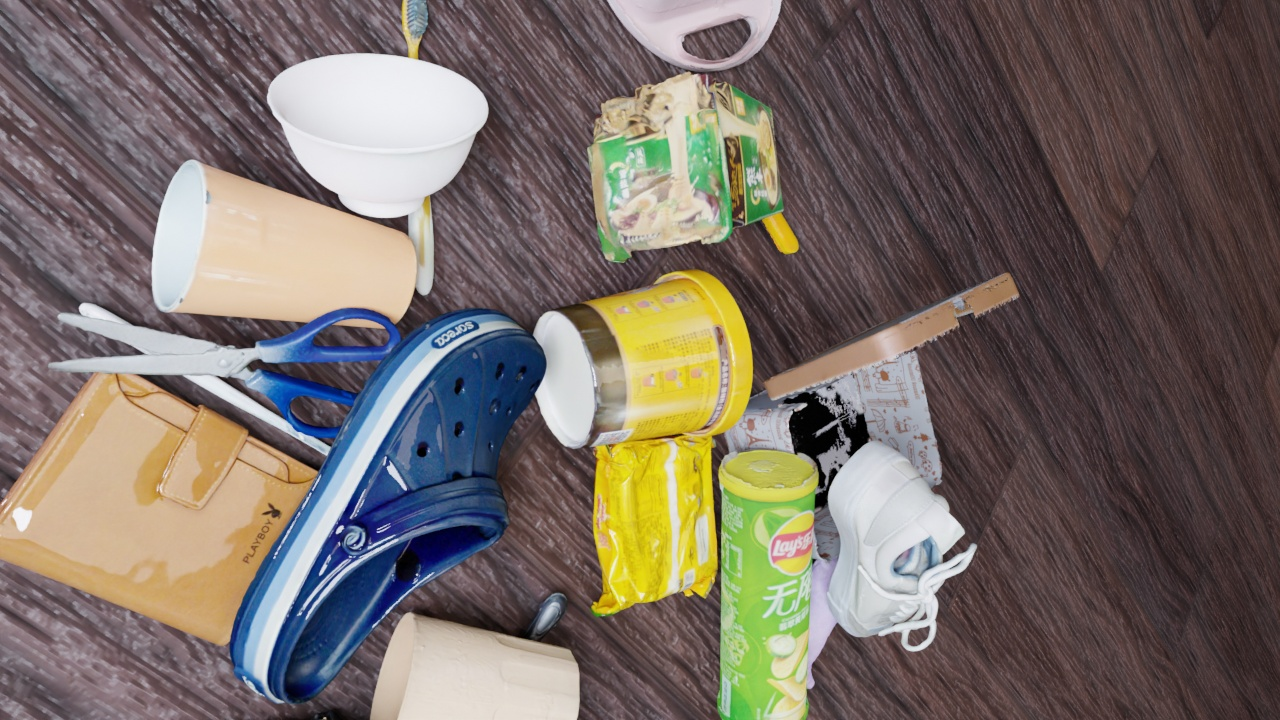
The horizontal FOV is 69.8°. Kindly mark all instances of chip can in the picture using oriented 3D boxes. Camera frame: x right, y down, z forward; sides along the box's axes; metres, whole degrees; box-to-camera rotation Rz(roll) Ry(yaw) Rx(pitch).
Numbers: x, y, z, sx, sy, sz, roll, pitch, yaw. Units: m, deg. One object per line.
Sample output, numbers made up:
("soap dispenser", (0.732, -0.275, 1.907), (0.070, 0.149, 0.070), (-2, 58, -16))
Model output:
("chip can", (0.094, 0.179, 0.691), (0.072, 0.073, 0.221), (-15, 113, -37))

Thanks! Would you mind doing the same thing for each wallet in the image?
("wallet", (-0.248, 0.077, 0.481), (0.131, 0.031, 0.107), (39, 68, -32))

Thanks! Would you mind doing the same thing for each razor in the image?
("razor", (-0.093, 0.213, 0.604), (0.042, 0.022, 0.142), (41, 65, -12))

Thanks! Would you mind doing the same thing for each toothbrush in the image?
("toothbrush", (-0.138, -0.137, 0.576), (0.016, 0.018, 0.191), (-2, 91, -36))
("toothbrush", (-0.222, 0.018, 0.511), (0.180, 0.016, 0.016), (38, 59, -32))

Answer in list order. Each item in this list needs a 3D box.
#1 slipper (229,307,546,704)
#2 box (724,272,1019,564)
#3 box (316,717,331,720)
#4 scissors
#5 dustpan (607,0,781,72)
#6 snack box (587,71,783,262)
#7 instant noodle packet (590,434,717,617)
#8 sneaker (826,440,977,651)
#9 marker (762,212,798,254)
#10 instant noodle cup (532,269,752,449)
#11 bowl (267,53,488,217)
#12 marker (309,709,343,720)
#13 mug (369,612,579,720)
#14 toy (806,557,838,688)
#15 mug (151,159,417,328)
("slipper", (-0.126, 0.080, 0.518), (0.252, 0.095, 0.105), (-57, 164, -20))
("box", (0.193, 0.056, 0.730), (0.179, 0.227, 0.156), (-22, 87, -38))
("box", (-0.199, 0.278, 0.487), (0.089, 0.059, 0.184), (1, 95, -32))
("scissors", (-0.209, 0.009, 0.482), (0.170, 0.012, 0.141), (-22, 132, -24))
("dustpan", (0.017, -0.372, 0.710), (0.222, 0.139, 0.273), (-27, 77, -34))
("snack box", (0.042, -0.137, 0.667), (0.105, 0.118, 0.117), (-11, 96, -48))
("instant noodle packet", (0.010, 0.118, 0.673), (0.110, 0.044, 0.128), (-2, 93, -40))
("sneaker", (0.196, 0.156, 0.684), (0.089, 0.091, 0.242), (-39, 144, -17))
("marker", (0.096, -0.140, 0.764), (0.018, 0.015, 0.124), (-48, 114, -30))
("instant noodle cup", (-0.004, 0.004, 0.623), (0.114, 0.119, 0.118), (-12, 96, -31))
("bowl", (-0.149, -0.122, 0.530), (0.118, 0.118, 0.065), (-25, 141, -36))
("marker", (-0.152, 0.255, 0.559), (0.022, 0.018, 0.131), (-38, 115, 4))
("mug", (-0.097, 0.216, 0.531), (0.103, 0.084, 0.124), (18, 40, -21))
("toy", (0.149, 0.217, 0.783), (0.084, 0.039, 0.107), (51, 63, -26))
("mug", (-0.191, -0.055, 0.503), (0.122, 0.078, 0.078), (11, 82, -43))
